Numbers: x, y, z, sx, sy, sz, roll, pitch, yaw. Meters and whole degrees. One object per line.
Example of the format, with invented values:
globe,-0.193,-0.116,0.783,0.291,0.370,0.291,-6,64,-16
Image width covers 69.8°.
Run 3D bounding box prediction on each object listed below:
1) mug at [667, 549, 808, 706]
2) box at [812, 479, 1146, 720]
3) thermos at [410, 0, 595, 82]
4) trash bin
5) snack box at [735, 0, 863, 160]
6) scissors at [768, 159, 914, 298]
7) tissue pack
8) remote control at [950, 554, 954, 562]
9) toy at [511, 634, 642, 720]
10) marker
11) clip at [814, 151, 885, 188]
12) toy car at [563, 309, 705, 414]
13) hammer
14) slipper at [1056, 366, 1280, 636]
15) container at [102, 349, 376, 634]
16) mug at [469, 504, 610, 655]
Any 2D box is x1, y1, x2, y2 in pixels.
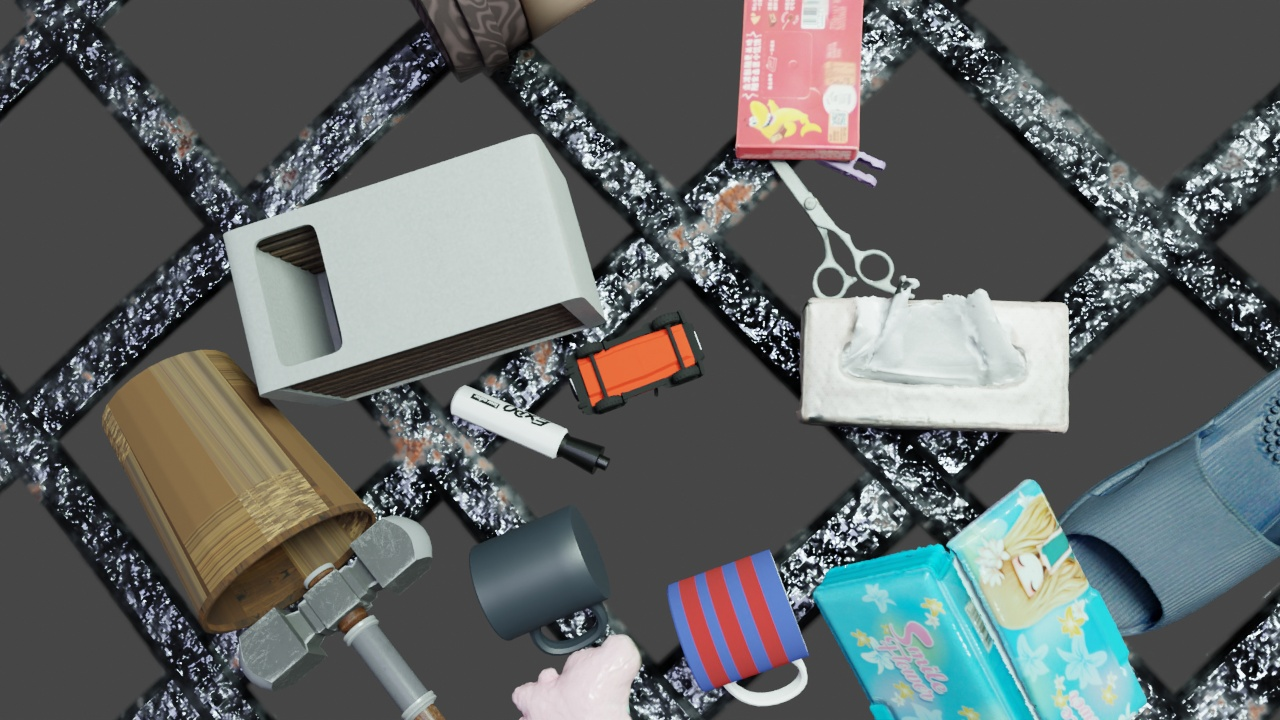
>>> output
mug,0.073,0.195,0.637,0.076,0.075,0.112,-20,109,4
box,0.234,0.213,0.583,0.172,0.083,0.227,-28,93,9
thermos,-0.071,-0.328,0.661,0.226,0.173,0.172,-30,81,-4
trash bin,-0.156,-0.057,0.662,0.229,0.114,0.114,-17,82,5
snack box,0.119,-0.215,0.686,0.089,0.021,0.132,3,77,7
scissors,0.142,-0.109,0.684,0.090,0.014,0.171,-14,86,7
tissue pack,0.203,-0.002,0.642,0.181,0.071,0.104,3,85,10
remote control,0.201,0.146,0.637,0.126,0.038,0.018,-7,83,6
toy,-0.043,0.247,0.647,0.096,0.052,0.099,-7,84,8
marker,-0.082,0.053,0.687,0.126,0.025,0.025,23,87,8
clip,0.159,-0.151,0.688,0.053,0.013,0.037,42,91,7
toy car,-0.004,0.004,0.671,0.100,0.049,0.051,-21,81,4
hammer,-0.128,0.267,0.626,0.156,0.043,0.322,-40,73,-13
slipper,0.387,0.092,0.601,0.263,0.082,0.101,-38,83,1
container,-0.295,0.087,0.661,0.132,0.132,0.167,-42,75,1
mug,-0.064,0.165,0.657,0.077,0.071,0.105,-24,108,3
